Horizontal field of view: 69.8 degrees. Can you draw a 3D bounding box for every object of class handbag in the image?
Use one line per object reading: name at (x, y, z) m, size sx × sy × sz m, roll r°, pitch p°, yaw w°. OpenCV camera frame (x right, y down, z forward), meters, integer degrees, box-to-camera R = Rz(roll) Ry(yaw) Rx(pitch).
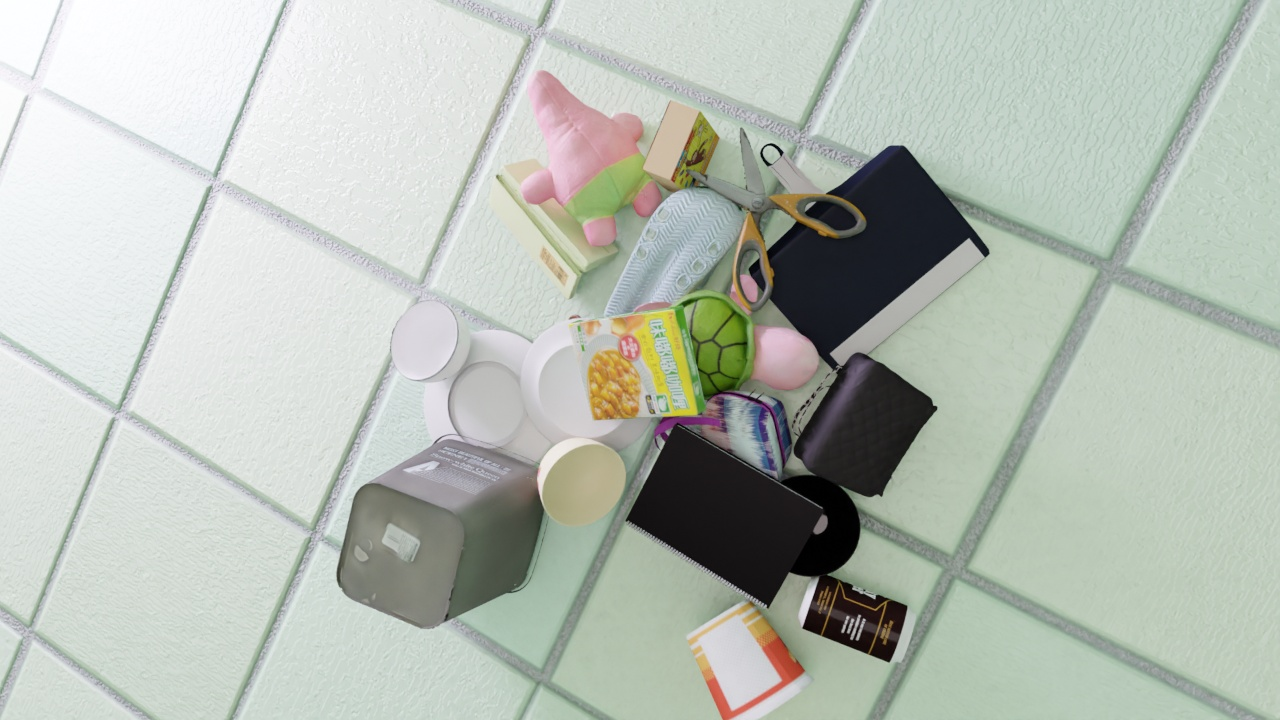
handbag at (0.097, 0.097, 1.159) m, size 0.170 × 0.067 × 0.145 m, roll -1°, pitch 121°, yaw 28°
handbag at (0.270, 0.080, 1.120) m, size 0.125 × 0.114 × 0.154 m, roll 29°, pitch 94°, yaw -9°

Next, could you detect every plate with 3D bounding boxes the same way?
plate at (-0.211, 0.062, 1.278) m, size 0.209 × 0.015 × 0.208 m, roll 0°, pitch 89°, yaw 16°
plate at (-0.072, 0.039, 1.215) m, size 0.189 × 0.016 × 0.189 m, roll 3°, pitch 103°, yaw 13°

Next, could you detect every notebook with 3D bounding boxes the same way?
notebook at (0.100, 0.192, 1.129) m, size 0.207 × 0.016 × 0.149 m, roll 29°, pitch 104°, yaw 14°

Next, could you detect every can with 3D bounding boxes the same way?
can at (0.261, 0.312, 1.112) m, size 0.129 × 0.072 × 0.072 m, roll 18°, pitch 94°, yaw 15°

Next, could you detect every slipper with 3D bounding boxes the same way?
slipper at (0.039, -0.121, 1.184) m, size 0.104 × 0.074 × 0.246 m, roll 40°, pitch 115°, yaw 8°

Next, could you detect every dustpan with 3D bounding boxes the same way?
dustpan at (0.246, -0.163, 1.143) m, size 0.236 × 0.080 × 0.273 m, roll -41°, pitch 100°, yaw 11°

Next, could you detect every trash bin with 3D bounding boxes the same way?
trash bin at (-0.252, 0.219, 1.172) m, size 0.197 × 0.219 × 0.197 m, roll 17°, pitch 99°, yaw 14°

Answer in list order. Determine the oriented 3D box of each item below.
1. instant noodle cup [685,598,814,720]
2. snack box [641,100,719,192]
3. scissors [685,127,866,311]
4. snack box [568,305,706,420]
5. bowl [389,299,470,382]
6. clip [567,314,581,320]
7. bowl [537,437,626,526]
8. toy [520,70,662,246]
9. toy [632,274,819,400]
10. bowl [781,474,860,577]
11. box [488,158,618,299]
instant noodle cup at (0.127, 0.370, 1.130) m, size 0.123 × 0.123 × 0.121 m, roll -36°, pitch 73°, yaw 12°
snack box at (0.053, -0.261, 1.152) m, size 0.040 × 0.125 × 0.088 m, roll 24°, pitch 95°, yaw 15°
scissors at (0.148, -0.164, 1.098) m, size 0.225 × 0.016 × 0.225 m, roll 22°, pitch 91°, yaw 9°
snack box at (-0.007, 0.007, 1.138) m, size 0.168 × 0.027 × 0.132 m, roll -6°, pitch 102°, yaw 37°
bowl at (-0.282, -0.021, 1.268) m, size 0.114 × 0.063 × 0.113 m, roll -7°, pitch 74°, yaw 24°
clip at (-0.100, -0.033, 1.239) m, size 0.024 × 0.044 × 0.062 m, roll 25°, pitch 110°, yaw 13°
bowl at (-0.088, 0.148, 1.206) m, size 0.118 × 0.118 × 0.074 m, roll -62°, pitch 34°, yaw 7°
toy at (-0.075, -0.270, 1.191) m, size 0.192 × 0.097 × 0.236 m, roll -34°, pitch 95°, yaw -11°
toy at (0.102, -0.014, 1.140) m, size 0.238 × 0.087 × 0.190 m, roll 13°, pitch 110°, yaw 11°
bowl at (0.210, 0.201, 1.138) m, size 0.124 × 0.052 × 0.124 m, roll 0°, pitch 89°, yaw 16°
box at (-0.117, -0.188, 1.242) m, size 0.083 × 0.092 × 0.188 m, roll -35°, pitch 79°, yaw -23°
